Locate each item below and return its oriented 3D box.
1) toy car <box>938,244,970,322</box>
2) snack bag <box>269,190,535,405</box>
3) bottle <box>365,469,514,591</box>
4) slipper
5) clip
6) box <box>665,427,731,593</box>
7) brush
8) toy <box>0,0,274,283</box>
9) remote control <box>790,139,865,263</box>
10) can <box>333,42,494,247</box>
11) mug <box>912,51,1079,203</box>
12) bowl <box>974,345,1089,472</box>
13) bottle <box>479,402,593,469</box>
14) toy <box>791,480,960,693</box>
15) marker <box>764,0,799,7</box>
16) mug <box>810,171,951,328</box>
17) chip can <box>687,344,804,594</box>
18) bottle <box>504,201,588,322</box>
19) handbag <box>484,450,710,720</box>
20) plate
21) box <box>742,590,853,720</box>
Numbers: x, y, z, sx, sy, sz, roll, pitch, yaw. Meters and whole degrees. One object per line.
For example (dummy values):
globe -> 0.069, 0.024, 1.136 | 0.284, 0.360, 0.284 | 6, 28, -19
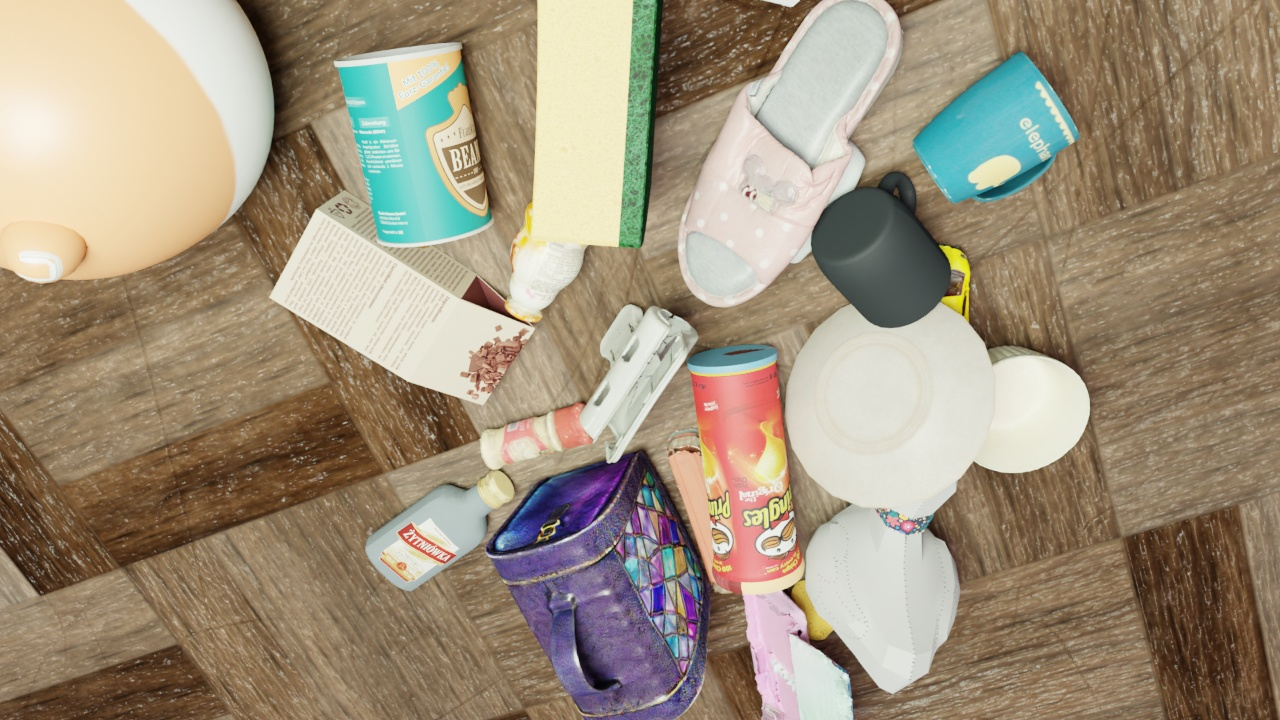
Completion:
toy car -> 0.268, -0.051, 0.815 | 0.049, 0.030, 0.107 | -6, 112, 7
snack bag -> -0.206, -0.048, 0.821 | 0.206, 0.069, 0.094 | 33, 112, -11
bottle -> -0.198, 0.166, 0.929 | 0.161, 0.046, 0.072 | -36, 107, 17
slipper -> 0.111, -0.166, 0.738 | 0.114, 0.054, 0.275 | 36, 109, 20
clip -> -0.005, 0.005, 0.795 | 0.081, 0.147, 0.125 | 29, 112, -17
box -> 0.066, 0.156, 0.911 | 0.058, 0.053, 0.187 | -29, 114, -19
brush -> -0.026, -0.216, 0.668 | 0.075, 0.194, 0.250 | 4, 114, 1
toy -> -0.417, -0.181, 0.666 | 0.263, 0.279, 0.267 | 22, 141, -6
remote control -> 0.143, -0.139, 0.783 | 0.060, 0.028, 0.114 | 28, 112, -9
can -> -0.181, -0.176, 0.747 | 0.099, 0.099, 0.144 | -5, 113, 5
mug -> 0.286, -0.172, 0.740 | 0.104, 0.084, 0.112 | -34, 137, 22
bowl -> 0.335, 0.037, 0.831 | 0.115, 0.062, 0.115 | 1, 114, 3
bottle -> -0.099, 0.073, 0.884 | 0.109, 0.044, 0.044 | -17, 112, 12
toy -> 0.229, 0.180, 0.843 | 0.141, 0.246, 0.268 | 9, 136, -2
marker -> 0.071, -0.287, 0.686 | 0.125, 0.025, 0.025 | -5, 120, -37
mug -> 0.202, -0.102, 0.762 | 0.085, 0.121, 0.094 | 3, 154, 47
chip can -> 0.097, 0.099, 0.841 | 0.087, 0.087, 0.213 | -7, 102, 6
bottle -> -0.084, -0.087, 0.801 | 0.063, 0.063, 0.109 | 24, 114, -7
handbag -> -0.034, 0.211, 0.838 | 0.126, 0.221, 0.205 | -19, 110, 20
plate -> 0.202, 0.031, 0.784 | 0.189, 0.188, 0.027 | -45, 145, 19
box -> 0.166, 0.342, 0.919 | 0.035, 0.159, 0.231 | -22, 121, -19
